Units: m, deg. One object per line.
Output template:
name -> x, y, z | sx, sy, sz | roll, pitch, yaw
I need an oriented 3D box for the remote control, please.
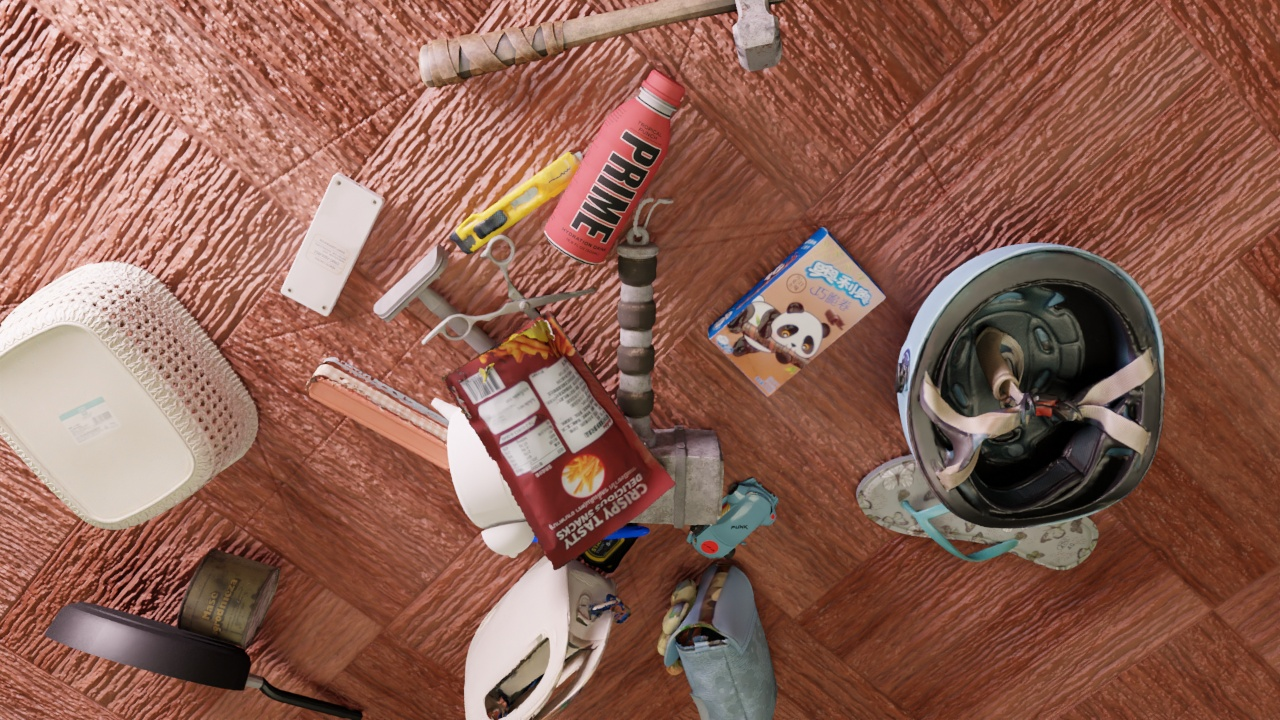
remote control -> -0.295, -0.110, 0.880 | 0.050, 0.011, 0.136 | 29, 111, -11

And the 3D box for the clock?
clock -> -0.147, 0.104, 0.905 | 0.073, 0.125, 0.161 | -14, 105, 8

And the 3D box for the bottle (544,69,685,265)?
bottle -> -0.019, -0.173, 0.820 | 0.062, 0.062, 0.177 | 29, 110, -11

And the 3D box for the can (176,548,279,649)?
can -> -0.446, 0.257, 0.995 | 0.074, 0.089, 0.090 | 20, 112, -8

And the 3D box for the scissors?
scissors -> -0.128, -0.050, 0.879 | 0.175, 0.014, 0.142 | -24, 121, -6

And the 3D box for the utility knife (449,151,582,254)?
utility knife -> -0.115, -0.148, 0.859 | 0.151, 0.017, 0.030 | -33, 117, 11

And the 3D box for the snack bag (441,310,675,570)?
snack bag -> -0.075, 0.071, 0.837 | 0.138, 0.067, 0.208 | -35, 95, -15

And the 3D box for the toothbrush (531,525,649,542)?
toothbrush -> -0.071, 0.180, 0.963 | 0.183, 0.016, 0.018 | -9, 106, 29

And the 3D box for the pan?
pan -> -0.462, 0.338, 1.018 | 0.355, 0.044, 0.205 | 31, 155, -32

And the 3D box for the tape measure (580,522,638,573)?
tape measure -> -0.040, 0.191, 0.990 | 0.061, 0.034, 0.062 | 34, 100, -17

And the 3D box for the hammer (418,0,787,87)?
hammer -> -0.036, -0.282, 0.774 | 0.319, 0.049, 0.121 | -9, 79, 11

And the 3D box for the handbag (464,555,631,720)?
handbag -> -0.100, 0.313, 0.956 | 0.093, 0.199, 0.201 | 37, 111, -18

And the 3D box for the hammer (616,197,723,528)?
hammer -> -0.005, 0.006, 0.894 | 0.177, 0.079, 0.327 | 1, 108, 1

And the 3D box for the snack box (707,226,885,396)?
snack box -> 0.149, -0.045, 0.886 | 0.151, 0.034, 0.087 | -42, 106, 16

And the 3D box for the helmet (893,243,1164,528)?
helmet -> 0.336, 0.011, 0.834 | 0.225, 0.166, 0.266 | -6, 114, 1

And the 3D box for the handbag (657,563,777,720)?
handbag -> 0.081, 0.325, 1.007 | 0.119, 0.121, 0.192 | -7, 116, 22

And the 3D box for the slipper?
slipper -> 0.363, 0.164, 0.962 | 0.268, 0.054, 0.098 | 15, 110, -7

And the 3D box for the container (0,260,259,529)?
container -> -0.499, 0.039, 0.876 | 0.184, 0.143, 0.246 | -32, 109, -1

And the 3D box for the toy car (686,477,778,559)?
toy car -> 0.098, 0.178, 0.985 | 0.060, 0.027, 0.108 | 40, 108, -14

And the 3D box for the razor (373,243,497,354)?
razor -> -0.185, -0.043, 0.893 | 0.088, 0.047, 0.116 | -39, 115, 16

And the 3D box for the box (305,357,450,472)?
box -> -0.250, 0.061, 0.933 | 0.186, 0.056, 0.059 | 30, 78, -13
